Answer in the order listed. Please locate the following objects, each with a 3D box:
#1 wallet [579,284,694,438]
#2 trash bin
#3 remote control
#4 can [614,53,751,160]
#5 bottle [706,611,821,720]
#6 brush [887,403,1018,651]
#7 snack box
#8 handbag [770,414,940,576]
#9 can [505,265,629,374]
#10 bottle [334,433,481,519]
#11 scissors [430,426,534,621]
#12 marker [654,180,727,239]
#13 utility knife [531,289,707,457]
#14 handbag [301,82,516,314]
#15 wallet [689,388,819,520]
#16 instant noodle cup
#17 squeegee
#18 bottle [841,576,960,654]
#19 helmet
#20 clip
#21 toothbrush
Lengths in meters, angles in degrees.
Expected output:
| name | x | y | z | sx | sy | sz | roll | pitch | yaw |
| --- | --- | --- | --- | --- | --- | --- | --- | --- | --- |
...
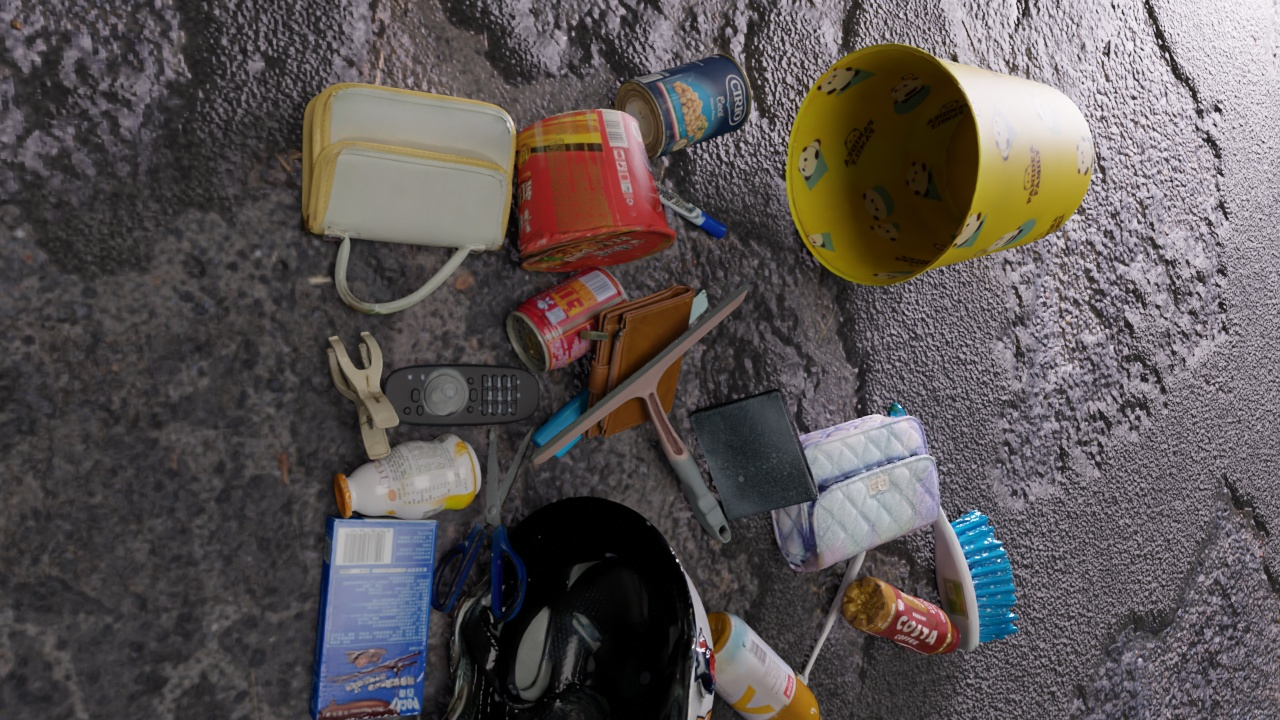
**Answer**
| name | x | y | z | sx | sy | sz | roll | pitch | yaw |
| --- | --- | --- | --- | --- | --- | --- | --- | --- | --- |
| wallet | -0.005 | 0.005 | 0.816 | 0.118 | 0.035 | 0.131 | -17 | 130 | -38 |
| trash bin | 0.323 | -0.204 | 0.962 | 0.254 | 0.230 | 0.229 | -11 | 95 | -37 |
| remote control | -0.151 | 0.029 | 0.775 | 0.136 | 0.024 | 0.053 | 1 | 90 | -30 |
| can | 0.039 | -0.239 | 0.865 | 0.111 | 0.075 | 0.075 | -26 | 102 | -29 |
| bottle | 0.122 | 0.326 | 0.910 | 0.189 | 0.068 | 0.067 | 48 | 67 | -22 |
| brush | 0.362 | 0.192 | 1.072 | 0.109 | 0.061 | 0.314 | -14 | 93 | -27 |
| snack box | -0.212 | 0.204 | 0.732 | 0.084 | 0.026 | 0.157 | 6 | 86 | -31 |
| handbag | 0.228 | 0.136 | 0.975 | 0.193 | 0.076 | 0.134 | -13 | 96 | -30 |
| can | -0.063 | -0.035 | 0.804 | 0.093 | 0.067 | 0.066 | -31 | 105 | -28 |
| bottle | -0.185 | 0.096 | 0.730 | 0.108 | 0.063 | 0.063 | -10 | 94 | -30 |
| scissors | -0.121 | 0.139 | 0.755 | 0.162 | 0.164 | 0.012 | -50 | 139 | 7 |
| marker | 0.026 | -0.158 | 0.890 | 0.145 | 0.017 | 0.017 | 27 | 75 | -28 |
| utility knife | -0.011 | 0.007 | 0.865 | 0.237 | 0.018 | 0.034 | -43 | 110 | -26 |
| handbag | -0.184 | -0.125 | 0.737 | 0.163 | 0.063 | 0.178 | 2 | 92 | -28 |
| wallet | 0.111 | 0.094 | 0.900 | 0.121 | 0.097 | 0.019 | 69 | 22 | -10 |
| instant noodle cup | -0.044 | -0.144 | 0.785 | 0.137 | 0.138 | 0.108 | -6 | 84 | -31 |
| squeegee | 0.036 | 0.087 | 0.857 | 0.247 | 0.040 | 0.250 | -38 | 128 | -16 |
| bottle | 0.294 | 0.288 | 1.015 | 0.174 | 0.058 | 0.057 | 29 | 74 | -37 |
| helmet | -0.034 | 0.263 | 0.746 | 0.157 | 0.230 | 0.273 | 42 | 57 | -53 |
| clip | -0.213 | 0.023 | 0.708 | 0.034 | 0.071 | 0.100 | -9 | 60 | -31 |
| toothbrush | 0.202 | 0.278 | 0.992 | 0.016 | 0.016 | 0.179 | 37 | 71 | -19 |
